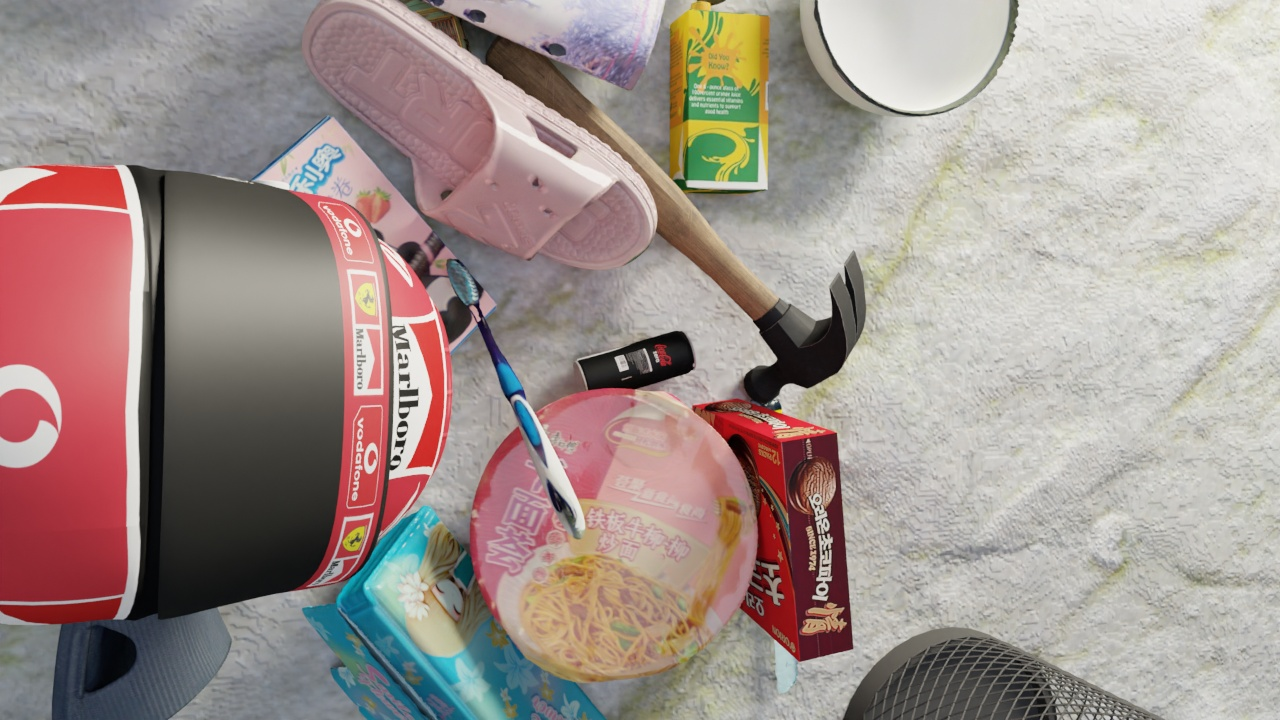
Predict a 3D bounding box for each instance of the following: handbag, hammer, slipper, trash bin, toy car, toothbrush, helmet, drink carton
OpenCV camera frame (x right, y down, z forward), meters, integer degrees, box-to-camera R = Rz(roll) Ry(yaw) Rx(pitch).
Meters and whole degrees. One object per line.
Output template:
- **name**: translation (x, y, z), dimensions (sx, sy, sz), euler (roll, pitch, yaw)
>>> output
- **handbag**: translation (-0.062, -0.245, 0.563), dimensions (0.158, 0.069, 0.126), euler (18, 69, -17)
- **hammer**: translation (0.020, -0.101, 0.603), dimensions (0.305, 0.133, 0.040), euler (44, 53, -7)
- **slipper**: translation (-0.099, -0.122, 0.553), dimensions (0.239, 0.094, 0.064), euler (35, 43, -19)
- **trash bin**: translation (0.277, 0.320, 0.645), dimensions (0.217, 0.227, 0.218), euler (-2, 96, -16)
- **toy car**: translation (-0.128, -0.200, 0.572), dimensions (0.047, 0.047, 0.112), euler (-17, 98, -13)
- **toothbrush**: translation (-0.077, 0.023, 0.558), dimensions (0.016, 0.017, 0.189), euler (-25, 86, 0)
- **slipper**: translation (-0.290, 0.190, 0.540), dimensions (0.082, 0.101, 0.263), euler (9, 96, -16)
- **helmet**: translation (-0.198, 0.013, 0.414), dimensions (0.224, 0.271, 0.197), euler (1, 91, -33)
- **drink carton**: translation (0.053, -0.178, 0.629), dimensions (0.058, 0.041, 0.122), euler (-2, 97, -16)

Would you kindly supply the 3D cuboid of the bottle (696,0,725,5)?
- **bottle**: translation (0.039, -0.295, 0.610), dimensions (0.047, 0.047, 0.112), euler (-12, 98, -15)

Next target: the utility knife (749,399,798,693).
- **utility knife**: translation (0.100, 0.140, 0.686), dimensions (0.030, 0.019, 0.227), euler (-6, 93, -10)

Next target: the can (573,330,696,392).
- **can**: translation (-0.004, 0.004, 0.636), dimensions (0.080, 0.031, 0.031), euler (-17, 100, -14)

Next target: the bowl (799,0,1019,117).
- **bowl**: translation (0.176, -0.243, 0.641), dimensions (0.153, 0.073, 0.153), euler (-2, 97, -16)

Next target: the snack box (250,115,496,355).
- **snack box**: translation (-0.169, -0.059, 0.559), dimensions (0.087, 0.033, 0.154), euler (-49, 117, -22)

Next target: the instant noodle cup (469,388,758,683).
- **instant noodle cup**: translation (-0.017, 0.109, 0.601), dimensions (0.178, 0.078, 0.178), euler (0, 86, -1)

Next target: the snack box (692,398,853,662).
- **snack box**: translation (0.082, 0.102, 0.607), dimensions (0.035, 0.152, 0.132), euler (-8, 97, -15)

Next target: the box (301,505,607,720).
- **box**: translation (-0.130, 0.225, 0.614), dimensions (0.117, 0.097, 0.227), euler (-29, 105, 24)
